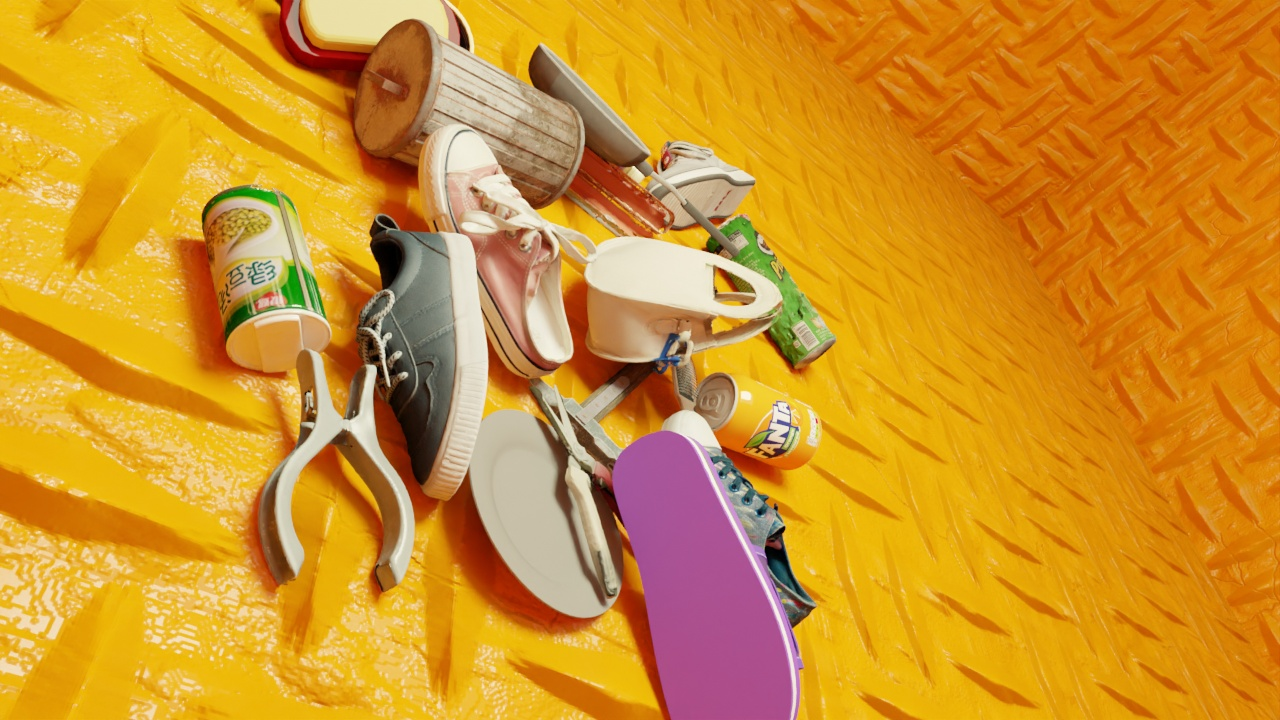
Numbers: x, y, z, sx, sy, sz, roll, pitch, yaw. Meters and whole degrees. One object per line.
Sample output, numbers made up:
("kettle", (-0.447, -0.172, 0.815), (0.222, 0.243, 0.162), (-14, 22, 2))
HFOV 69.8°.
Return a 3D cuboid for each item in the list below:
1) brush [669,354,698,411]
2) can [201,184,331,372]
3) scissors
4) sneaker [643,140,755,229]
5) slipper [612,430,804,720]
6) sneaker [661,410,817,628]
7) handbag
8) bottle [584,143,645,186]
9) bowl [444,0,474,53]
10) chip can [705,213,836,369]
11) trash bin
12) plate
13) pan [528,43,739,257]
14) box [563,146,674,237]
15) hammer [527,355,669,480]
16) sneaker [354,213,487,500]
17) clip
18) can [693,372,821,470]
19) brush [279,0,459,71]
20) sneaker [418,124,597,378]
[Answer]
("brush", (0.052, 0.047, 0.953), (0.050, 0.015, 0.135), (31, 48, -60))
("can", (-0.264, -0.057, 0.644), (0.067, 0.067, 0.121), (9, 48, -48))
("scissors", (-0.037, 0.114, 0.768), (0.193, 0.015, 0.179), (46, 25, -27))
("sneaker", (0.061, -0.262, 1.296), (0.128, 0.097, 0.262), (43, 29, 13))
("slipper", (0.062, 0.188, 0.745), (0.084, 0.107, 0.266), (23, 44, -60))
("sneaker", (0.088, 0.142, 0.847), (0.087, 0.079, 0.235), (24, 40, -57))
("handbag", (0.044, -0.054, 0.936), (0.199, 0.093, 0.200), (6, 25, 4))
("bottle", (-0.061, -0.288, 1.183), (0.166, 0.060, 0.059), (41, 31, -15))
("bowl", (-0.241, -0.331, 0.982), (0.112, 0.061, 0.112), (7, 75, -26))
("chip can", (0.181, -0.094, 1.266), (0.223, 0.076, 0.075), (56, 31, 11))
("trash bin", (-0.173, -0.239, 0.912), (0.210, 0.131, 0.130), (15, 44, -47))
("plate", (-0.074, 0.120, 0.725), (0.178, 0.012, 0.178), (45, 26, -29))
("pan", (-0.003, -0.238, 1.107), (0.357, 0.041, 0.178), (40, 14, -26))
("box", (-0.042, -0.204, 1.131), (0.187, 0.083, 0.043), (34, -8, -20))
("hammer", (-0.005, 0.006, 0.952), (0.147, 0.028, 0.315), (44, 30, 3))
("sneaker", (-0.171, -0.010, 0.692), (0.087, 0.089, 0.235), (7, 55, -27))
("clip", (-0.217, 0.066, 0.584), (0.141, 0.029, 0.171), (9, 56, -48))
("can", (0.127, 0.066, 1.005), (0.142, 0.079, 0.079), (24, 38, -37))
("brush", (-0.264, -0.332, 0.909), (0.173, 0.042, 0.082), (-5, 80, -28))
("sneaker", (-0.113, -0.105, 0.800), (0.118, 0.088, 0.241), (-22, 87, -52))
